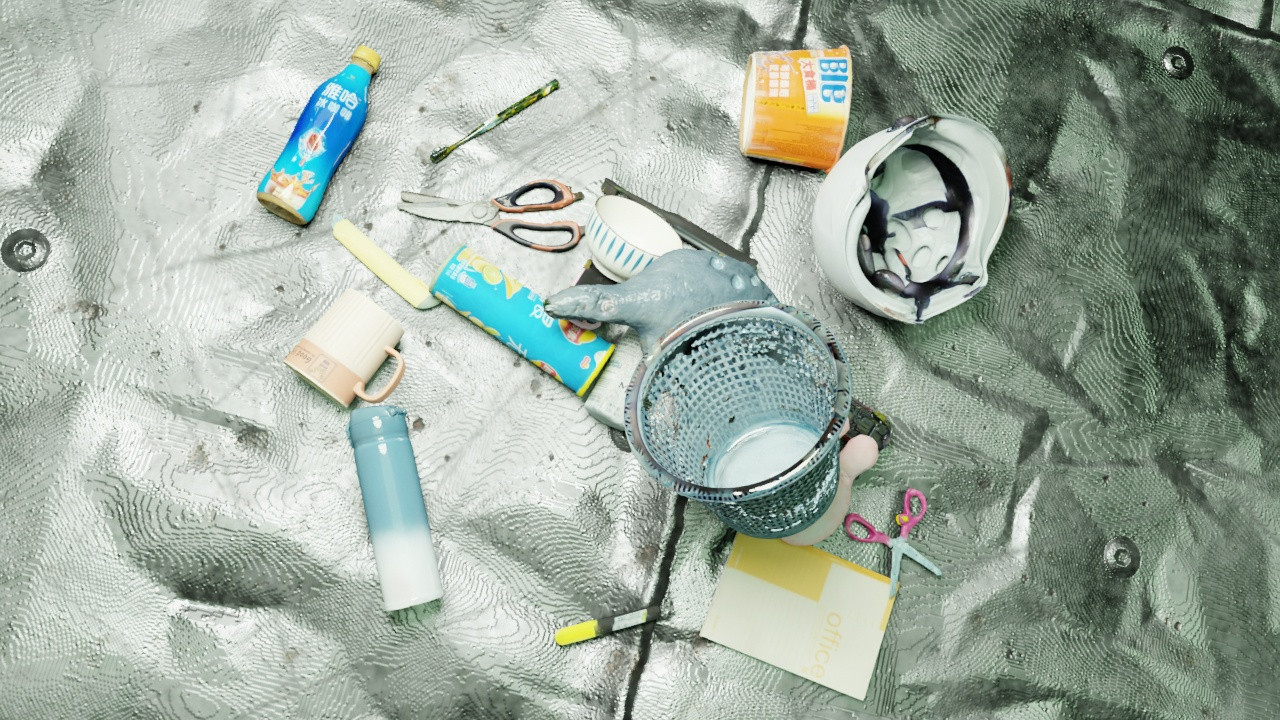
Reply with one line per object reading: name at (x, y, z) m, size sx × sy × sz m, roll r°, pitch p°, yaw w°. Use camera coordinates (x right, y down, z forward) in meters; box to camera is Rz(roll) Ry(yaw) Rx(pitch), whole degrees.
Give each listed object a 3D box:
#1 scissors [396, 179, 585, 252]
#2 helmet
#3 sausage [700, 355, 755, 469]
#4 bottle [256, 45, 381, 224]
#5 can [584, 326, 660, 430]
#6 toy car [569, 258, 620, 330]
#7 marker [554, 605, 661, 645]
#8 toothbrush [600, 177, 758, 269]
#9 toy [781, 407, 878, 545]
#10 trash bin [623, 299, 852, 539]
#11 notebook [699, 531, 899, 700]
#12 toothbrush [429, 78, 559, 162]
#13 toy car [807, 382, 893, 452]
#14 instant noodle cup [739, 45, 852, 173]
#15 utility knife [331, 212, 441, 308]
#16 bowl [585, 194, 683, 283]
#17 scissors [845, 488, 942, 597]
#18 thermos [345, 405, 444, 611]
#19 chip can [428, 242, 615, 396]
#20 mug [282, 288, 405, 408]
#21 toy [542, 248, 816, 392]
scissors at (-0.173, -0.187, 1.089) m, size 0.206 × 0.015 × 0.193 m, roll 44°, pitch 78°, yaw 0°
helmet at (0.303, -0.168, 1.087) m, size 0.258 × 0.146 × 0.229 m, roll -43°, pitch 116°, yaw -21°
sausage at (0.100, 0.056, 1.085) m, size 0.021 × 0.021 × 0.165 m, roll 27°, pitch 77°, yaw -4°
bottle at (-0.358, -0.262, 1.047) m, size 0.065 × 0.065 × 0.218 m, roll 25°, pitch 76°, yaw -4°
can at (-0.006, 0.006, 1.058) m, size 0.058 × 0.058 × 0.146 m, roll 30°, pitch 77°, yaw -3°
toy car at (-0.056, -0.074, 1.052) m, size 0.056 × 0.037 × 0.122 m, roll 33°, pitch 34°, yaw -6°
marker at (-0.035, 0.295, 1.026) m, size 0.124 × 0.015 × 0.018 m, roll -11°, pitch 83°, yaw -14°
toothbrush at (0.046, -0.163, 1.115) m, size 0.212 × 0.026 × 0.027 m, roll 30°, pitch 114°, yaw -2°
toy at (0.201, 0.135, 1.066) m, size 0.121 × 0.054 × 0.159 m, roll 45°, pitch 87°, yaw 1°
trash bin at (0.119, 0.083, 0.961) m, size 0.227 × 0.195 × 0.226 m, roll -11°, pitch 54°, yaw 15°
notebook at (0.187, 0.288, 1.064) m, size 0.206 × 0.010 × 0.145 m, roll 24°, pitch 76°, yaw -5°
toothbrush at (-0.174, -0.291, 1.105) m, size 0.185 × 0.017 × 0.012 m, roll -35°, pitch 80°, yaw -13°
toy car at (0.251, 0.071, 1.101) m, size 0.106 × 0.031 × 0.049 m, roll 32°, pitch 78°, yaw 6°
instant noodle cup at (0.182, -0.304, 1.104) m, size 0.111 × 0.151 × 0.151 m, roll 4°, pitch 79°, yaw 0°
utility knife at (-0.297, -0.113, 1.055) m, size 0.162 × 0.018 × 0.030 m, roll 43°, pitch 72°, yaw -2°
bowl at (-0.015, -0.132, 1.067) m, size 0.116 × 0.116 × 0.066 m, roll 33°, pitch 120°, yaw -2°
scissors at (0.302, 0.214, 1.090) m, size 0.135 × 0.017 × 0.133 m, roll 16°, pitch 74°, yaw -5°
thermos at (-0.266, 0.155, 0.989) m, size 0.070 × 0.070 × 0.220 m, roll -13°, pitch 82°, yaw -11°
chip can at (-0.134, -0.046, 1.040) m, size 0.210 × 0.071 × 0.071 m, roll 34°, pitch 76°, yaw -2°
mug at (-0.308, -0.006, 0.996) m, size 0.114 × 0.082 × 0.105 m, roll 32°, pitch 74°, yaw 13°
toy at (0.068, -0.052, 1.021) m, size 0.356 × 0.091 × 0.138 m, roll 13°, pitch 103°, yaw -25°
